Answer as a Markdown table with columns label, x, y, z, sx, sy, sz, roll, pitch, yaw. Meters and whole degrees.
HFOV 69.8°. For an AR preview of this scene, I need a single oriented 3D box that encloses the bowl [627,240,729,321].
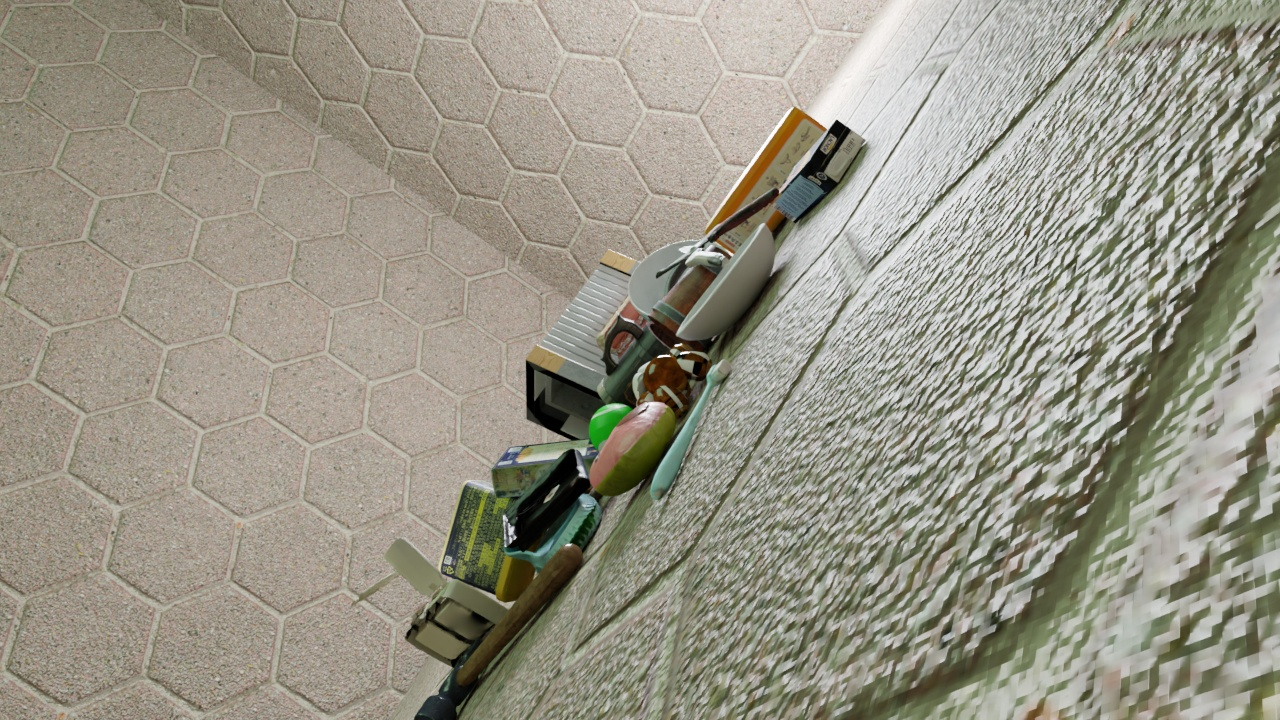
| label | x | y | z | sx | sy | sz | roll | pitch | yaw |
| --- | --- | --- | --- | --- | --- | --- | --- | --- | --- |
| bowl | 0.063 | -0.085 | 1.225 | 0.143 | 0.144 | 0.074 | -57 | -37 | -28 |

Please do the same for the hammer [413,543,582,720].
| label | x | y | z | sx | sy | sz | roll | pitch | yaw |
| --- | --- | --- | --- | --- | --- | --- | --- | --- | --- |
| hammer | -0.143 | 0.288 | 0.986 | 0.323 | 0.040 | 0.129 | -52 | 0 | 37 |

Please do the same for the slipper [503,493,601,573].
| label | x | y | z | sx | sy | sz | roll | pitch | yaw |
| --- | --- | --- | --- | --- | --- | --- | --- | --- | --- |
| slipper | -0.102 | 0.194 | 1.071 | 0.115 | 0.069 | 0.276 | -52 | 2 | -13 |

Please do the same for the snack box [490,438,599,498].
| label | x | y | z | sx | sy | sz | roll | pitch | yaw |
| --- | --- | --- | --- | --- | --- | --- | --- | --- | --- |
| snack box | -0.110 | 0.136 | 1.187 | 0.144 | 0.145 | 0.042 | -82 | -13 | -85 |

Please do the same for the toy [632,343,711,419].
| label | x | y | z | sx | sy | sz | roll | pitch | yaw |
| --- | --- | --- | --- | --- | --- | --- | --- | --- | --- |
| toy | 0.025 | 0.027 | 0.943 | 0.087 | 0.067 | 0.113 | -56 | -7 | -16 |

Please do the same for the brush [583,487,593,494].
| label | x | y | z | sx | sy | sz | roll | pitch | yaw |
| --- | --- | --- | --- | --- | --- | --- | --- | --- | --- |
| brush | -0.098 | 0.192 | 1.253 | 0.048 | 0.017 | 0.126 | -55 | -10 | 6 |

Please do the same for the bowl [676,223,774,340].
| label | x | y | z | sx | sy | sz | roll | pitch | yaw |
| --- | --- | --- | --- | --- | --- | --- | --- | --- | --- |
| bowl | 0.099 | -0.073 | 0.969 | 0.149 | 0.043 | 0.149 | -52 | 2 | 2 |

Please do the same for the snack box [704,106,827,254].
| label | x | y | z | sx | sy | sz | roll | pitch | yaw |
| --- | --- | --- | --- | --- | --- | --- | --- | --- | --- |
| snack box | 0.174 | -0.233 | 1.227 | 0.195 | 0.080 | 0.145 | -54 | 3 | 14 |

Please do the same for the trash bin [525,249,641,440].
| label | x | y | z | sx | sy | sz | roll | pitch | yaw |
| --- | --- | --- | --- | --- | --- | --- | --- | --- | --- |
| trash bin | -0.044 | -0.013 | 1.350 | 0.246 | 0.142 | 0.143 | -57 | -15 | -36 |

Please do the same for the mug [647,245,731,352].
| label | x | y | z | sx | sy | sz | roll | pitch | yaw |
| --- | --- | --- | --- | --- | --- | --- | --- | --- | --- |
| mug | 0.064 | -0.079 | 1.099 | 0.111 | 0.081 | 0.117 | -52 | 38 | -3 |

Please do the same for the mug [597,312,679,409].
| label | x | y | z | sx | sy | sz | roll | pitch | yaw |
| --- | --- | --- | --- | --- | --- | --- | --- | --- | --- |
| mug | -0.007 | 0.007 | 1.154 | 0.107 | 0.115 | 0.080 | -53 | 20 | 18 |

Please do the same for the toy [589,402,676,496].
| label | x | y | z | sx | sy | sz | roll | pitch | yaw |
| --- | --- | --- | --- | --- | --- | --- | --- | --- | --- |
| toy | -0.010 | 0.087 | 0.851 | 0.110 | 0.051 | 0.089 | -55 | 1 | 32 |

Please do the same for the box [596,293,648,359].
| label | x | y | z | sx | sy | sz | roll | pitch | yaw |
| --- | --- | --- | --- | --- | --- | --- | --- | --- | --- |
| box | 0.007 | -0.075 | 1.279 | 0.067 | 0.057 | 0.186 | 0 | 42 | 38 |

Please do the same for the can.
| label | x | y | z | sx | sy | sz | roll | pitch | yaw |
| --- | --- | --- | --- | --- | --- | --- | --- | --- | --- |
| can | -0.189 | 0.231 | 1.195 | 0.075 | 0.104 | 0.135 | 21 | -96 | -67 |

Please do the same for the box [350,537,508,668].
| label | x | y | z | sx | sy | sz | roll | pitch | yaw |
| --- | --- | --- | --- | --- | --- | --- | --- | --- | --- |
| box | -0.262 | 0.308 | 1.181 | 0.144 | 0.180 | 0.080 | -45 | 15 | 38 |

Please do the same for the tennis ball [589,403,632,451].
| label | x | y | z | sx | sy | sz | roll | pitch | yaw |
| --- | --- | --- | --- | --- | --- | --- | --- | --- | --- |
| tennis ball | -0.029 | 0.084 | 1.105 | 0.065 | 0.065 | 0.065 | -55 | 2 | 3 |

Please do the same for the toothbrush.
| label | x | y | z | sx | sy | sz | roll | pitch | yaw |
| --- | --- | --- | --- | --- | --- | --- | --- | --- | --- |
| toothbrush | 0.042 | 0.053 | 0.745 | 0.017 | 0.016 | 0.180 | -42 | 10 | 39 |

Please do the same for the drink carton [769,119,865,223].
| label | x | y | z | sx | sy | sz | roll | pitch | yaw |
| --- | --- | --- | --- | --- | --- | --- | --- | --- | --- |
| drink carton | 0.191 | -0.204 | 1.000 | 0.064 | 0.040 | 0.130 | -57 | 3 | -15 |

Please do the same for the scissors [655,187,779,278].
| label | x | y | z | sx | sy | sz | roll | pitch | yaw |
| --- | --- | --- | --- | --- | --- | --- | --- | --- | --- |
| scissors | 0.081 | -0.131 | 1.036 | 0.199 | 0.015 | 0.178 | -38 | 18 | 26 |

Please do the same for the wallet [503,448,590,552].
| label | x | y | z | sx | sy | sz | roll | pitch | yaw |
| --- | --- | --- | --- | --- | --- | --- | --- | --- | --- |
| wallet | -0.101 | 0.153 | 1.000 | 0.115 | 0.026 | 0.089 | -45 | 17 | 4 |
